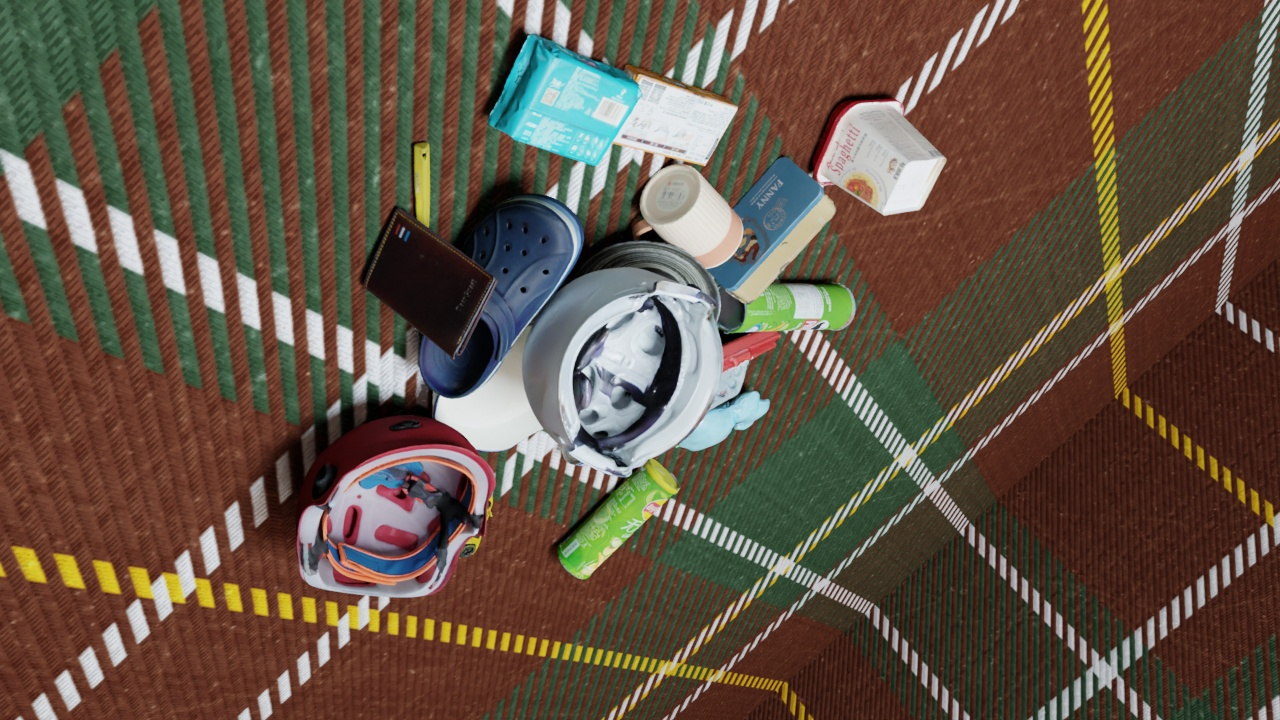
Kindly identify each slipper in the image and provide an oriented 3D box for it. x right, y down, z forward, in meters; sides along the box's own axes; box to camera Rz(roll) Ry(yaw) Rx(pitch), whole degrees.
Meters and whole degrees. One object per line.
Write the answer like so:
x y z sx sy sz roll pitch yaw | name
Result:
-0.159 -0.061 0.922 0.253 0.105 0.095 -53 178 26 | slipper

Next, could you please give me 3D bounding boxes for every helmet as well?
-0.280 0.144 1.031 0.206 0.144 0.240 18 116 -40 | helmet
-0.032 0.000 1.018 0.258 0.146 0.229 13 104 -55 | helmet

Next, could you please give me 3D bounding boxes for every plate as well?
-0.158 0.024 1.095 0.204 0.045 0.205 -24 144 -19 | plate
0.005 -0.072 1.092 0.179 0.024 0.180 2 131 2 | plate

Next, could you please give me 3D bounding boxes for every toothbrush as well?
-0.210 -0.126 0.895 0.015 0.016 0.191 -19 141 -28 | toothbrush

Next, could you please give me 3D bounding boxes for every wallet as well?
-0.202 -0.074 0.877 0.096 0.122 0.020 -59 168 26 | wallet

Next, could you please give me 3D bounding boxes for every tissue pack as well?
-0.071 -0.242 0.861 0.133 0.050 0.093 6 128 -46 | tissue pack

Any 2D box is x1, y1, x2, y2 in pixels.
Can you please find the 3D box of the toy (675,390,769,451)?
0.124 0.098 1.438 0.156 0.050 0.161 -40 152 11 | toy

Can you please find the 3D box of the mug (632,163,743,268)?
0.045 -0.158 1.051 0.115 0.081 0.106 -22 149 21 | mug

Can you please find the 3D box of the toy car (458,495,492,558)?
-0.225 0.196 1.208 0.041 0.071 0.156 -8 135 -36 | toy car

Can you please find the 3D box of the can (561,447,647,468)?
-0.047 0.125 1.307 0.134 0.053 0.053 11 122 -49 | can

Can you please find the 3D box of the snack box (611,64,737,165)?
0.030 -0.254 0.963 0.153 0.026 0.075 1 129 -44 | snack box

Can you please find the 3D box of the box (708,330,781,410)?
0.102 0.024 1.309 0.200 0.059 0.162 -23 155 -41 | box

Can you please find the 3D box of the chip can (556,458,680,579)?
-0.039 0.251 1.445 0.221 0.072 0.072 -45 146 9 | chip can

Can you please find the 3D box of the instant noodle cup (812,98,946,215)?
0.296 -0.247 1.132 0.116 0.124 0.117 -13 138 -33 | instant noodle cup

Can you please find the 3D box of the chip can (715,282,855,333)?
0.203 -0.076 1.292 0.235 0.072 0.072 -3 132 -40 | chip can

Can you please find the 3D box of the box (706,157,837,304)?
0.159 -0.163 1.135 0.184 0.090 0.062 -51 144 13 | box
